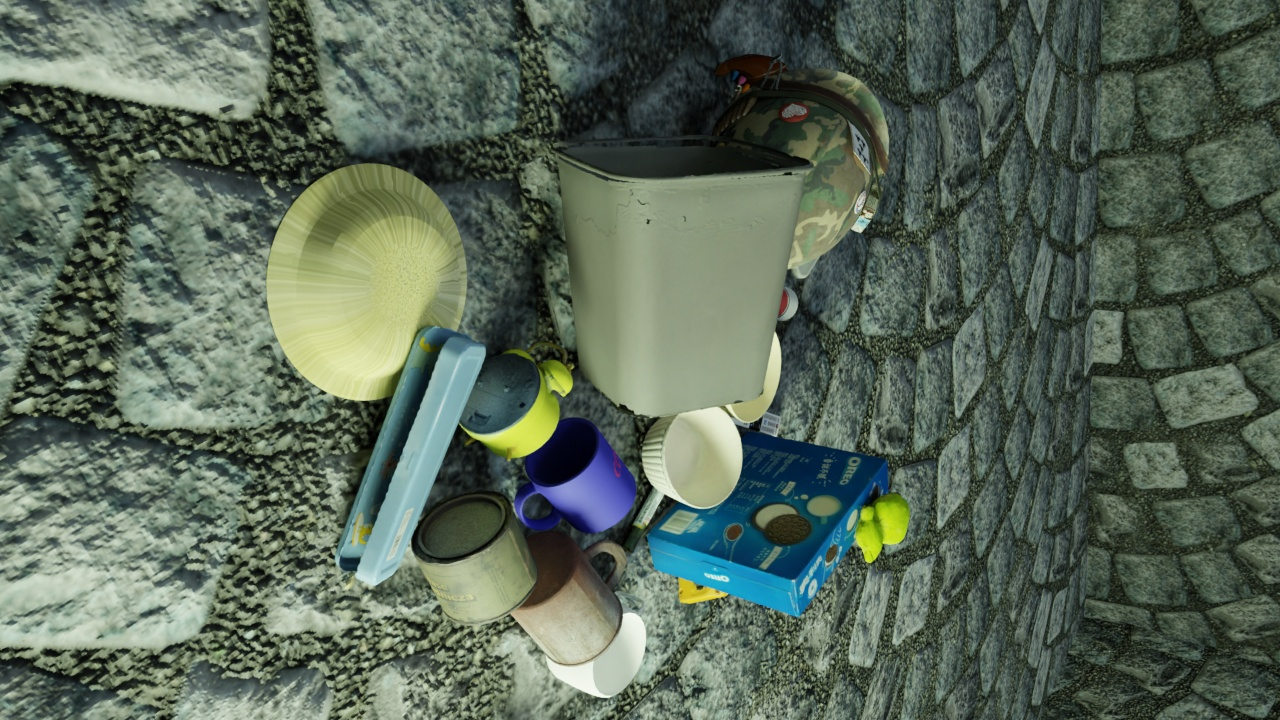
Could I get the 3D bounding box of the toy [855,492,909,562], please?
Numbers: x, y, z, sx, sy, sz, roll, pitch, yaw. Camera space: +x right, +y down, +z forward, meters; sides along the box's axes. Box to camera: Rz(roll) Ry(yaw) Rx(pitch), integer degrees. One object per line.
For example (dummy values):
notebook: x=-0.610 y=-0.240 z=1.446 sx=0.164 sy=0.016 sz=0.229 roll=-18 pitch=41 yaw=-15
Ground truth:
toy: x=0.276 y=0.189 z=1.050 sx=0.093 sy=0.036 sz=0.094 roll=-52 pitch=130 yaw=-23

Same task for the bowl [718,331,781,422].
bowl: x=0.103 y=0.009 z=1.075 sx=0.117 sy=0.074 sz=0.118 roll=-15 pitch=109 yaw=-50

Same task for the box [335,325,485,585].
box: x=-0.187 y=0.072 z=0.733 sx=0.067 sy=0.052 sz=0.210 roll=7 pitch=106 yaw=-81

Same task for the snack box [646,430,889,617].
snack box: x=0.154 y=0.179 z=1.079 sx=0.238 sy=0.196 sz=0.056 roll=-38 pitch=126 yaw=-41

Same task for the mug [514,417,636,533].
mug: x=-0.070 y=0.121 z=0.886 sx=0.111 sy=0.079 sz=0.083 roll=-38 pitch=132 yaw=-6

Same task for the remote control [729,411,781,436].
remote control: x=0.149 y=0.077 z=1.201 sx=0.124 sy=0.012 sz=0.028 roll=20 pitch=82 yaw=-52

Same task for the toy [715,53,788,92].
toy: x=0.127 y=-0.310 z=1.071 sx=0.102 sy=0.070 sz=0.090 roll=-7 pitch=118 yaw=-28

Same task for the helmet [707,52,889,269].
helmet: x=0.168 y=-0.211 z=0.995 sx=0.225 sy=0.192 sz=0.235 roll=-55 pitch=-173 yaw=29

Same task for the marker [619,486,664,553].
marker: x=0.018 y=0.154 z=1.045 sx=0.146 sy=0.017 sz=0.017 roll=-59 pitch=138 yaw=-25

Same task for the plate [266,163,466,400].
plate: x=-0.193 y=-0.058 z=0.710 sx=0.184 sy=0.036 sz=0.184 roll=-15 pitch=109 yaw=-50

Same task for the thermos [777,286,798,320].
thermos: x=0.115 y=-0.080 z=1.072 sx=0.239 sy=0.073 sz=0.073 roll=7 pitch=92 yaw=-53

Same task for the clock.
clock: x=-0.108 y=0.030 z=0.803 sx=0.118 sy=0.083 sz=0.057 roll=-59 pitch=143 yaw=-21

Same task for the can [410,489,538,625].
can: x=-0.141 y=0.166 z=0.784 sx=0.089 sy=0.090 sz=0.075 roll=-44 pitch=130 yaw=-38

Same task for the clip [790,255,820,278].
clip: x=0.183 y=-0.169 z=1.144 sx=0.125 sy=0.089 sz=0.151 roll=-53 pitch=125 yaw=-27

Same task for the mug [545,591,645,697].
mug: x=-0.041 y=0.287 z=0.956 sx=0.115 sy=0.068 sz=0.094 roll=-46 pitch=131 yaw=-36

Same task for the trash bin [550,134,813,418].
trash bin: x=0.031 y=-0.083 z=0.854 sx=0.197 sy=0.197 sz=0.220 roll=-9 pitch=114 yaw=-24

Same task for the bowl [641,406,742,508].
bowl: x=0.051 y=0.106 z=1.023 sx=0.115 sy=0.063 sz=0.115 roll=5 pitch=83 yaw=-38

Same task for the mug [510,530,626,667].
mug: x=-0.066 y=0.217 z=0.884 sx=0.122 sy=0.096 sz=0.110 roll=-45 pitch=136 yaw=-18

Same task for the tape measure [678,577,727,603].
tape measure: x=0.076 y=0.258 z=1.103 sx=0.030 sy=0.068 sz=0.058 roll=18 pitch=58 yaw=-51
